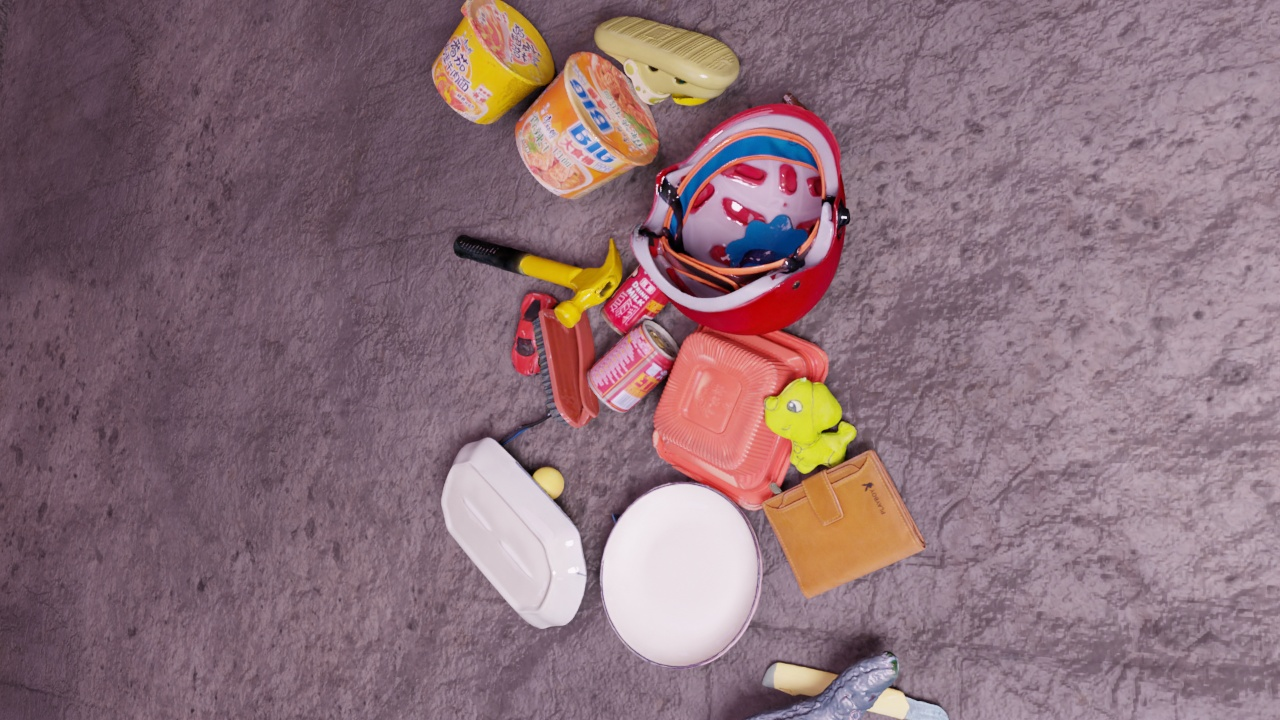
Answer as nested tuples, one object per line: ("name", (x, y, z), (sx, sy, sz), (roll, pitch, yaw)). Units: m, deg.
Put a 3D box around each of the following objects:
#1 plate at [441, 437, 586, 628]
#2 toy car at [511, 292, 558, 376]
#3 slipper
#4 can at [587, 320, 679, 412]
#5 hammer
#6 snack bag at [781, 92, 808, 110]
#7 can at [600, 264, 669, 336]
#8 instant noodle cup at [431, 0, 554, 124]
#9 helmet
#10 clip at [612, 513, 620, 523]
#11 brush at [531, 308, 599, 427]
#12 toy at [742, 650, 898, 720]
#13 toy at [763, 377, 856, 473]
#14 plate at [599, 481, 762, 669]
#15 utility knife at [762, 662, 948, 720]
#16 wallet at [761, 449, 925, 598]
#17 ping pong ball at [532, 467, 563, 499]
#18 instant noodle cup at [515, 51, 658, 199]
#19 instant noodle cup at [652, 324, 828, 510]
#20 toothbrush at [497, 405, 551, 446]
("plate", (-0.165, 0.209, 1.109), (0.266, 0.034, 0.162), (41, 121, 32))
("toy car", (-0.136, -0.033, 1.159), (0.049, 0.031, 0.106), (15, 92, 36))
("slipper", (0.029, -0.346, 1.080), (0.190, 0.091, 0.082), (30, 139, 25))
("can", (-0.006, 0.006, 1.042), (0.094, 0.066, 0.066), (-43, 61, 21))
("hammer", (-0.139, -0.120, 1.148), (0.301, 0.033, 0.128), (19, 55, 43))
("snack bag", (0.143, -0.240, 1.008), (0.104, 0.026, 0.048), (-47, 72, 19))
("can", (0.016, -0.088, 1.051), (0.133, 0.053, 0.053), (-47, 60, 19))
("instant noodle cup", (-0.199, -0.387, 1.205), (0.110, 0.137, 0.138), (-33, 65, 34))
("helmet", (0.117, -0.128, 0.940), (0.207, 0.144, 0.239), (16, 68, 32))
("clip", (-0.015, 0.200, 1.043), (0.043, 0.026, 0.058), (-18, 76, 23))
("brush", (-0.083, 0.008, 1.096), (0.069, 0.063, 0.145), (-24, 70, 43))
("toy", (0.132, 0.413, 0.869), (0.138, 0.091, 0.356), (26, 99, 22))
("toy", (0.169, 0.062, 0.907), (0.031, 0.096, 0.100), (-133, 38, -71))
("plate", (0.046, 0.226, 0.972), (0.193, 0.039, 0.192), (-11, 68, 29))
("utility knife", (0.202, 0.320, 0.878), (0.191, 0.020, 0.031), (1, 88, 41))
("wallet", (0.193, 0.155, 0.901), (0.131, 0.035, 0.119), (-32, 79, 26))
("ping pong ball", (-0.112, 0.148, 1.106), (0.040, 0.040, 0.040), (-6, 78, 33))
("instant noodle cup", (-0.069, -0.271, 1.090), (0.112, 0.151, 0.151), (-29, 67, 35))
("instant noodle cup", (0.090, 0.046, 0.964), (0.165, 0.079, 0.189), (24, 97, 34))
("toothbrush", (-0.163, 0.094, 1.166), (0.190, 0.014, 0.016), (-33, 64, 26))
